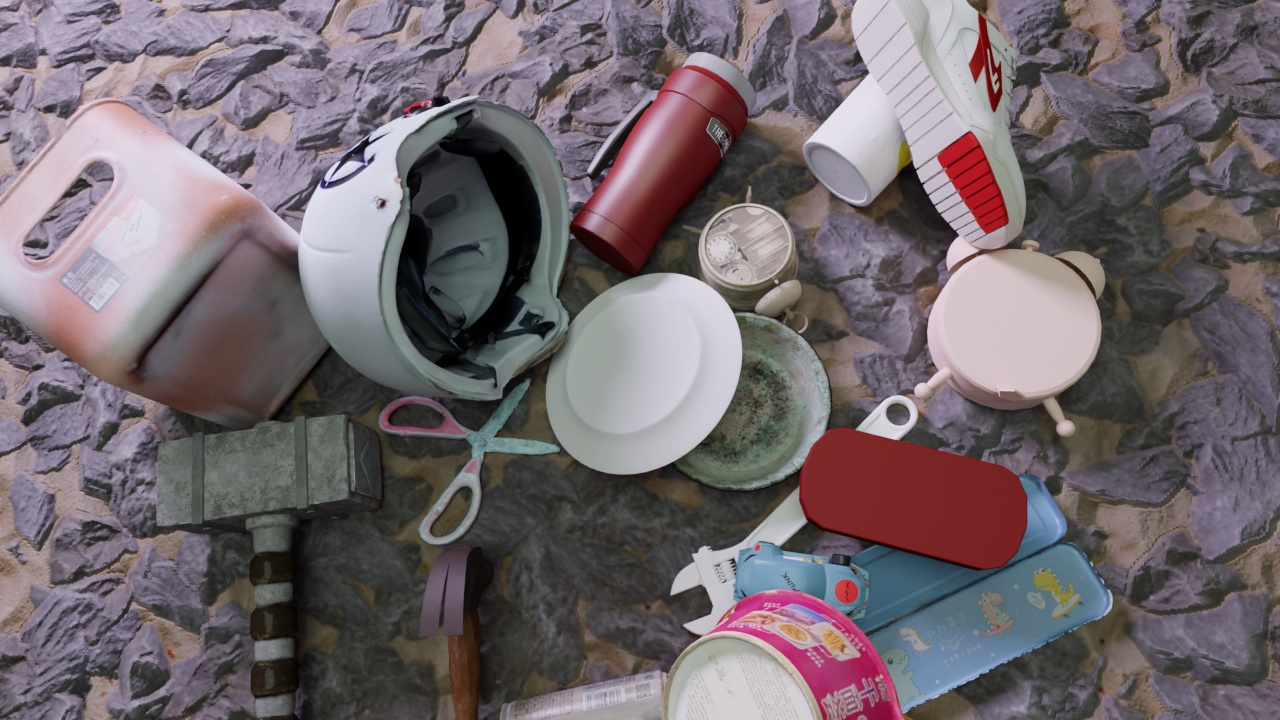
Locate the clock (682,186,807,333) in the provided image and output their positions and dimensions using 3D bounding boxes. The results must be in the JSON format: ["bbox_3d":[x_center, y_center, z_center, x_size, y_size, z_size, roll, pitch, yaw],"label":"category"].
[{"bbox_3d":[0.105,-0.082,0.819,0.093,0.054,0.140,-31,71,-3],"label":"clock"}]

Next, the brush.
[{"bbox_3d":[0.214,0.111,0.733,0.173,0.042,0.082,14,78,8],"label":"brush"}]

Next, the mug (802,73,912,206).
[{"bbox_3d":[0.211,-0.204,0.827,0.082,0.082,0.106,42,84,16],"label":"mug"}]

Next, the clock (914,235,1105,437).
[{"bbox_3d":[0.314,-0.031,0.769,0.131,0.086,0.160,15,70,11],"label":"clock"}]

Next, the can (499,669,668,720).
[{"bbox_3d":[-0.040,0.287,0.731,0.135,0.054,0.054,-14,73,3],"label":"can"}]

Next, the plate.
[{"bbox_3d":[-0.005,0.005,0.789,0.189,0.016,0.188,-13,61,24],"label":"plate"}]

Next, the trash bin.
[{"bbox_3d":[-0.374,-0.061,0.767,0.157,0.260,0.181,33,80,10],"label":"trash bin"}]

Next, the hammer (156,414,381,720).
[{"bbox_3d":[-0.307,0.211,0.771,0.177,0.079,0.326,-9,73,4],"label":"hammer"}]

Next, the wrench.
[{"bbox_3d":[0.133,0.126,0.776,0.273,0.018,0.066,-42,74,-7],"label":"wrench"}]

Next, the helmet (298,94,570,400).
[{"bbox_3d":[-0.176,-0.096,0.777,0.164,0.237,0.263,2,44,27],"label":"helmet"}]

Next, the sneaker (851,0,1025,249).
[{"bbox_3d":[0.274,-0.215,0.755,0.104,0.090,0.236,-27,88,-12],"label":"sneaker"}]

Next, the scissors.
[{"bbox_3d":[-0.158,0.090,0.824,0.170,0.014,0.173,6,73,5],"label":"scissors"}]

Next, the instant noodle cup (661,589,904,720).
[{"bbox_3d":[0.090,0.261,0.663,0.179,0.077,0.178,-4,85,42],"label":"instant noodle cup"}]

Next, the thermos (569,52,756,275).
[{"bbox_3d":[0.013,-0.185,0.848,0.108,0.084,0.198,30,81,31],"label":"thermos"}]

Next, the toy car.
[{"bbox_3d":[0.129,0.179,0.734,0.108,0.027,0.060,7,77,9],"label":"toy car"}]

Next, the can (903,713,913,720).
[{"bbox_3d":[0.225,0.326,0.674,0.142,0.079,0.079,29,79,14],"label":"can"}]

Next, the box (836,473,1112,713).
[{"bbox_3d":[0.258,0.188,0.744,0.209,0.021,0.125,-26,75,0],"label":"box"}]

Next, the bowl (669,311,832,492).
[{"bbox_3d":[0.084,0.038,0.795,0.157,0.038,0.157,-2,74,6],"label":"bowl"}]

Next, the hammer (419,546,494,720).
[{"bbox_3d":[-0.137,0.311,0.724,0.033,0.115,0.322,-4,82,5],"label":"hammer"}]
